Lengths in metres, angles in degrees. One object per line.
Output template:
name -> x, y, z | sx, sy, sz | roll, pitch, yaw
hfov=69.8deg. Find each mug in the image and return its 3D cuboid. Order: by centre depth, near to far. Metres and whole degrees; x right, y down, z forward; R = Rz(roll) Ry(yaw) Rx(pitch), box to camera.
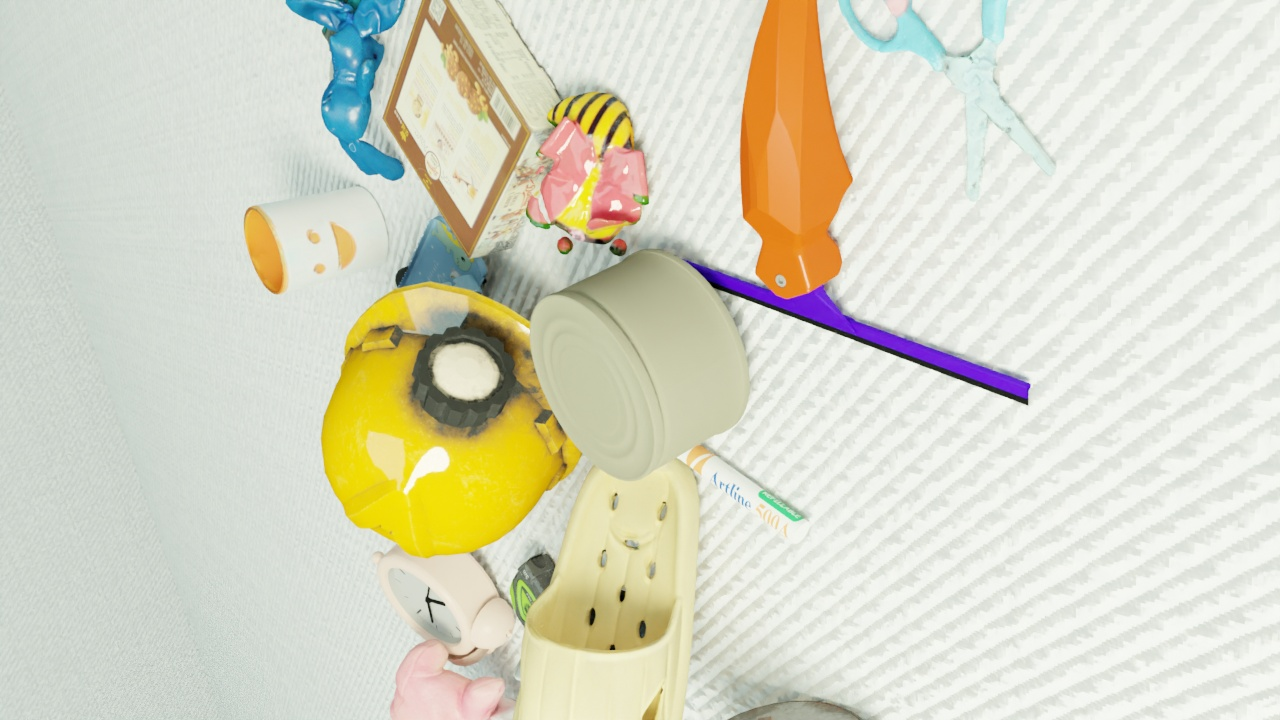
mug -> -0.303, -0.114, 0.860 | 0.082, 0.105, 0.082 | 27, 127, 41

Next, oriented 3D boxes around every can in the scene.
can -> -0.003, 0.003, 0.568 | 0.128, 0.073, 0.128 | 37, 142, 36

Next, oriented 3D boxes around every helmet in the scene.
helmet -> -0.159, 0.074, 0.694 | 0.205, 0.131, 0.256 | 29, 143, -5

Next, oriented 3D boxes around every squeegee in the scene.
squeegee -> 0.076, -0.091, 0.453 | 0.250, 0.055, 0.185 | 26, 134, 41

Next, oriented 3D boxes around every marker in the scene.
marker -> 0.049, 0.072, 0.600 | 0.145, 0.017, 0.017 | 34, 132, 36

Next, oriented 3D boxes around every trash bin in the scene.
trash bin -> 0.106, 0.326, 0.570 | 0.131, 0.130, 0.211 | -6, 104, 52

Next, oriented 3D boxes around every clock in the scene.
clock -> -0.199, 0.233, 0.946 | 0.160, 0.086, 0.131 | 51, 140, 6

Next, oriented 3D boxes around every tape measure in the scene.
tape measure -> -0.087, 0.213, 0.824 | 0.059, 0.035, 0.065 | -48, 66, 40

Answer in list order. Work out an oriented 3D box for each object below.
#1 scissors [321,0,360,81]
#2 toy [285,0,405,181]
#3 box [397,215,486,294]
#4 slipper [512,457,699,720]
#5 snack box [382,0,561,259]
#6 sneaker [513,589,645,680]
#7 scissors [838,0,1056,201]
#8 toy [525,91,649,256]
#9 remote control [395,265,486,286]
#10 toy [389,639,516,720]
scissors -> -0.257, -0.293, 0.786 | 0.131, 0.019, 0.150 | 14, 120, 49
toy -> -0.237, -0.232, 0.755 | 0.113, 0.070, 0.177 | 23, 125, 29
box -> -0.195, -0.044, 0.781 | 0.079, 0.072, 0.211 | 61, 149, 6
slipper -> -0.021, 0.178, 0.590 | 0.111, 0.079, 0.261 | 10, 77, 11
snack box -> -0.122, -0.173, 0.663 | 0.143, 0.041, 0.147 | 57, 141, 13
sneaker -> -0.043, 0.228, 0.737 | 0.089, 0.087, 0.236 | 22, 157, -5
scissors -> 0.145, -0.140, 0.387 | 0.138, 0.015, 0.120 | 51, 141, 10
toy -> -0.031, -0.116, 0.577 | 0.084, 0.046, 0.103 | 9, 107, 29
remote control -> -0.175, -0.074, 0.798 | 0.147, 0.015, 0.033 | -5, 104, 51
toy -> -0.151, 0.371, 0.912 | 0.213, 0.084, 0.142 | 29, 139, 10
